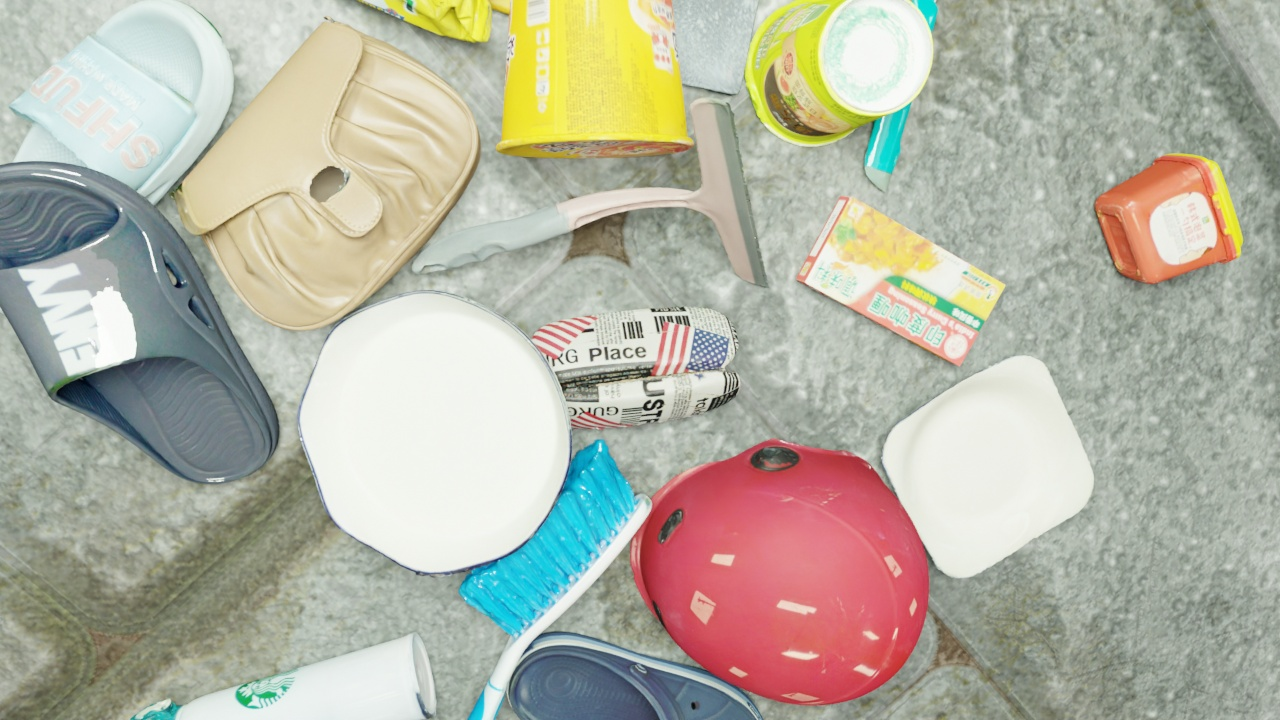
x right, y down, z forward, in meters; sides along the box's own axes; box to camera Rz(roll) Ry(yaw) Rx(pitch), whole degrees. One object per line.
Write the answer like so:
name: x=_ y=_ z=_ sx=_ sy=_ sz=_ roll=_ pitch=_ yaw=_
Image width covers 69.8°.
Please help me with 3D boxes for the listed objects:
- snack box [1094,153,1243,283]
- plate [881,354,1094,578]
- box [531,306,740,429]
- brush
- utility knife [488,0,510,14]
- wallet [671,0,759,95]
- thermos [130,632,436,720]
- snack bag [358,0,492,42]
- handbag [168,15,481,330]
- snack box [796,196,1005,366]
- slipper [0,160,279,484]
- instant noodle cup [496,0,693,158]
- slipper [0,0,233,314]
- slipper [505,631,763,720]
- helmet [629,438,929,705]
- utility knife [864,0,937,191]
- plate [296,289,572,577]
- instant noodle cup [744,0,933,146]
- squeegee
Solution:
snack box: x=0.428 y=-0.113 z=0.748 sx=0.080 sy=0.082 sz=0.091 roll=-25 pitch=103 yaw=6
plate: x=0.293 y=0.089 z=0.786 sx=0.163 sy=0.034 sz=0.164 roll=-30 pitch=104 yaw=-2
box: x=-0.004 y=0.003 z=0.719 sx=0.162 sy=0.076 sz=0.086 roll=-5 pitch=71 yaw=-5
brush: x=-0.102 y=0.208 z=0.706 sx=0.314 sy=0.060 sz=0.109 roll=-46 pitch=105 yaw=-11
utility knife: x=-0.153 y=-0.285 z=0.649 sx=0.202 sy=0.015 sz=0.033 roll=17 pitch=95 yaw=-12
wallet: x=0.039 y=-0.267 z=0.684 sx=0.097 sy=0.019 sz=0.121 roll=10 pitch=100 yaw=-9
thermos: x=-0.278 y=0.274 z=0.712 sx=0.224 sy=0.073 sz=0.073 roll=-15 pitch=103 yaw=-6
snack bag: x=-0.190 y=-0.328 z=0.597 sx=0.246 sy=0.068 sz=0.158 roll=20 pitch=90 yaw=-8
handbag: x=-0.210 y=-0.123 z=0.627 sx=0.148 sy=0.100 sz=0.204 roll=41 pitch=92 yaw=-13
snack box: x=0.212 y=-0.064 z=0.747 sx=0.155 sy=0.027 sz=0.077 roll=26 pitch=97 yaw=-13
slipper: x=-0.326 y=-0.005 z=0.598 sx=0.110 sy=0.083 sz=0.268 roll=-24 pitch=127 yaw=-4
instant noodle cup: x=-0.033 y=-0.198 z=0.626 sx=0.138 sy=0.138 sz=0.110 roll=-3 pitch=97 yaw=-9
slipper: x=-0.369 y=-0.135 z=0.600 sx=0.104 sy=0.074 sz=0.245 roll=39 pitch=96 yaw=11
slipper: x=0.008 y=0.303 z=0.753 sx=0.252 sy=0.095 sz=0.105 roll=30 pitch=97 yaw=-10
helmet: x=0.119 y=0.178 z=0.722 sx=0.240 sy=0.144 sz=0.207 roll=4 pitch=102 yaw=-9
utility knife: x=0.209 y=-0.225 z=0.722 sx=0.029 sy=0.013 sz=0.183 roll=12 pitch=100 yaw=-15
plate: x=-0.147 y=0.051 z=0.674 sx=0.205 sy=0.045 sz=0.205 roll=1 pitch=98 yaw=10
instant noodle cup: x=0.145 y=-0.213 z=0.657 sx=0.111 sy=0.123 sz=0.112 roll=-2 pitch=101 yaw=-9
squeegee: x=-0.045 y=-0.097 z=0.649 sx=0.250 sy=0.248 sz=0.040 roll=-9 pitch=69 yaw=9
